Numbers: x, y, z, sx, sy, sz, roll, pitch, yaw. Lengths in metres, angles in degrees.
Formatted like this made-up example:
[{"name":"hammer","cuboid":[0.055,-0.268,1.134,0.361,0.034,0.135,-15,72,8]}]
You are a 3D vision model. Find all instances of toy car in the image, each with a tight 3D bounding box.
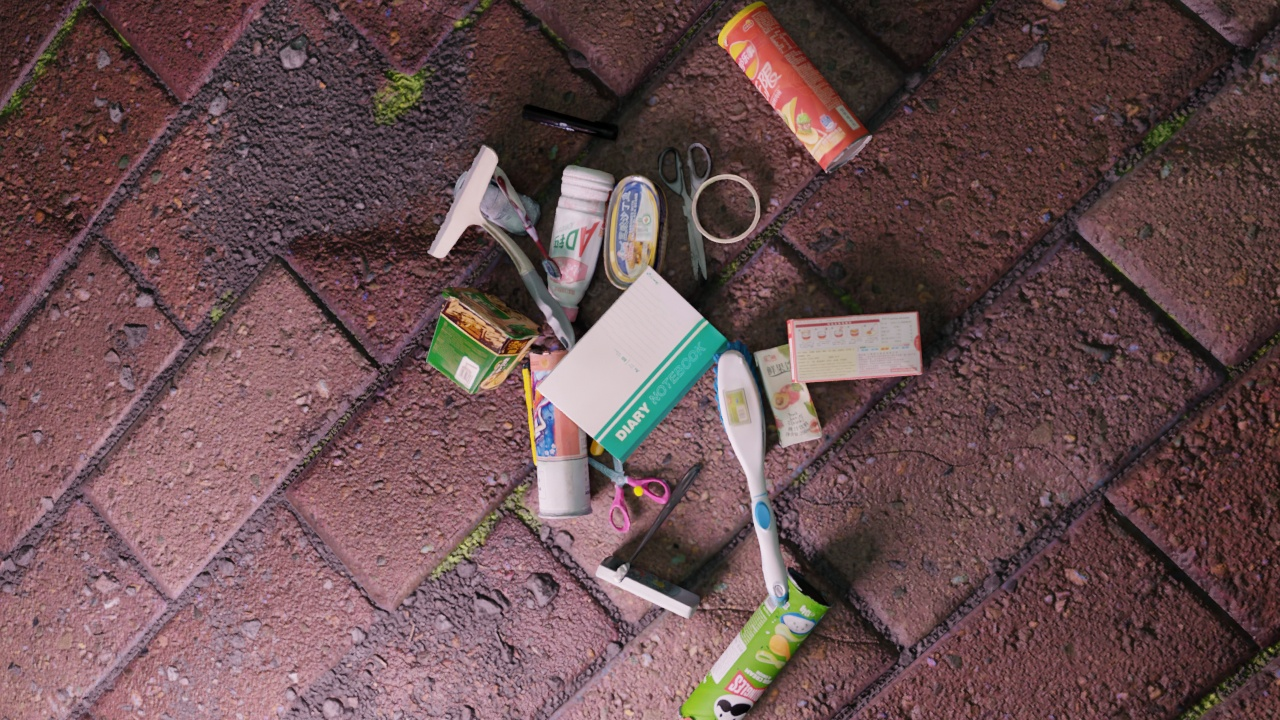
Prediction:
[{"name":"toy car","cuboid":[-0.192,-0.211,1.227,0.120,0.036,0.054,28,97,8]}]

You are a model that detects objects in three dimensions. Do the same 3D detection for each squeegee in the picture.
[{"name":"squeegee","cuboid":[-0.152,-0.114,1.170,0.246,0.039,0.247,51,142,4]}]

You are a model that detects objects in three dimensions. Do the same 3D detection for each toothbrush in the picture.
[{"name":"toothbrush","cuboid":[-0.150,-0.179,1.180,0.016,0.017,0.187,-39,71,25]},{"name":"toothbrush","cuboid":[0.021,0.207,1.168,0.015,0.018,0.181,33,77,18]}]

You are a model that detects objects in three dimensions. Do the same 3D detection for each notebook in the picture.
[{"name":"notebook","cuboid":[-0.007,0.007,1.157,0.150,0.012,0.209,42,91,-13]}]

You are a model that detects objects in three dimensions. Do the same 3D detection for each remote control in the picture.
[{"name":"remote control","cuboid":[0.011,0.290,1.180,0.135,0.056,0.019,22,96,13]}]

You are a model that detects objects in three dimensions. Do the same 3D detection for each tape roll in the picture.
[{"name":"tape roll","cuboid":[0.108,-0.191,1.158,0.086,0.014,0.086,0,96,5]}]

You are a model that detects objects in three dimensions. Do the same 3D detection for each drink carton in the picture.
[{"name":"drink carton","cuboid":[0.182,0.041,1.136,0.053,0.045,0.122,-17,89,3]}]

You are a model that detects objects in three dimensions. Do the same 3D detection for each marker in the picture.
[{"name":"marker","cuboid":[-0.039,0.066,1.206,0.018,0.015,0.124,20,91,21]},{"name":"marker","cuboid":[-0.093,-0.314,1.208,0.132,0.020,0.022,17,79,12]}]

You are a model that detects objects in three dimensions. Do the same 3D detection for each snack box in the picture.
[{"name":"snack box","cuboid":[-0.210,-0.021,1.198,0.118,0.117,0.106,34,103,13]},{"name":"snack box","cuboid":[0.257,-0.016,1.103,0.156,0.027,0.077,-4,89,-3]}]

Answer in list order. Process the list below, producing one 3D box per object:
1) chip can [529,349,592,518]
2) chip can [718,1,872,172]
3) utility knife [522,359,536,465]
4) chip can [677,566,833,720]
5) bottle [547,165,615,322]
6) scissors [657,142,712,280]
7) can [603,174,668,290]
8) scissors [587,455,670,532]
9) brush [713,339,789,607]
[{"name":"chip can","cuboid":[-0.103,0.093,1.193,0.071,0.071,0.214,-3,91,14]},{"name":"chip can","cuboid":[0.187,-0.331,1.112,0.073,0.073,0.216,-40,83,11]},{"name":"utility knife","cuboid":[-0.133,0.092,1.231,0.033,0.015,0.197,-7,90,14]},{"name":"chip can","cuboid":[0.141,0.371,1.143,0.072,0.072,0.236,37,99,10]},{"name":"bottle","cuboid":[-0.085,-0.150,1.189,0.068,0.068,0.197,15,99,13]},{"name":"scissors","cuboid":[0.057,-0.192,1.180,0.141,0.014,0.174,28,100,10]},{"name":"can","cuboid":[-0.006,-0.161,1.175,0.075,0.049,0.148,6,93,14]},{"name":"scissors","cuboid":[-0.027,0.166,1.208,0.133,0.017,0.124,28,97,16]},{"name":"brush","cuboid":[0.138,0.133,1.120,0.060,0.109,0.314,-11,94,6]}]
